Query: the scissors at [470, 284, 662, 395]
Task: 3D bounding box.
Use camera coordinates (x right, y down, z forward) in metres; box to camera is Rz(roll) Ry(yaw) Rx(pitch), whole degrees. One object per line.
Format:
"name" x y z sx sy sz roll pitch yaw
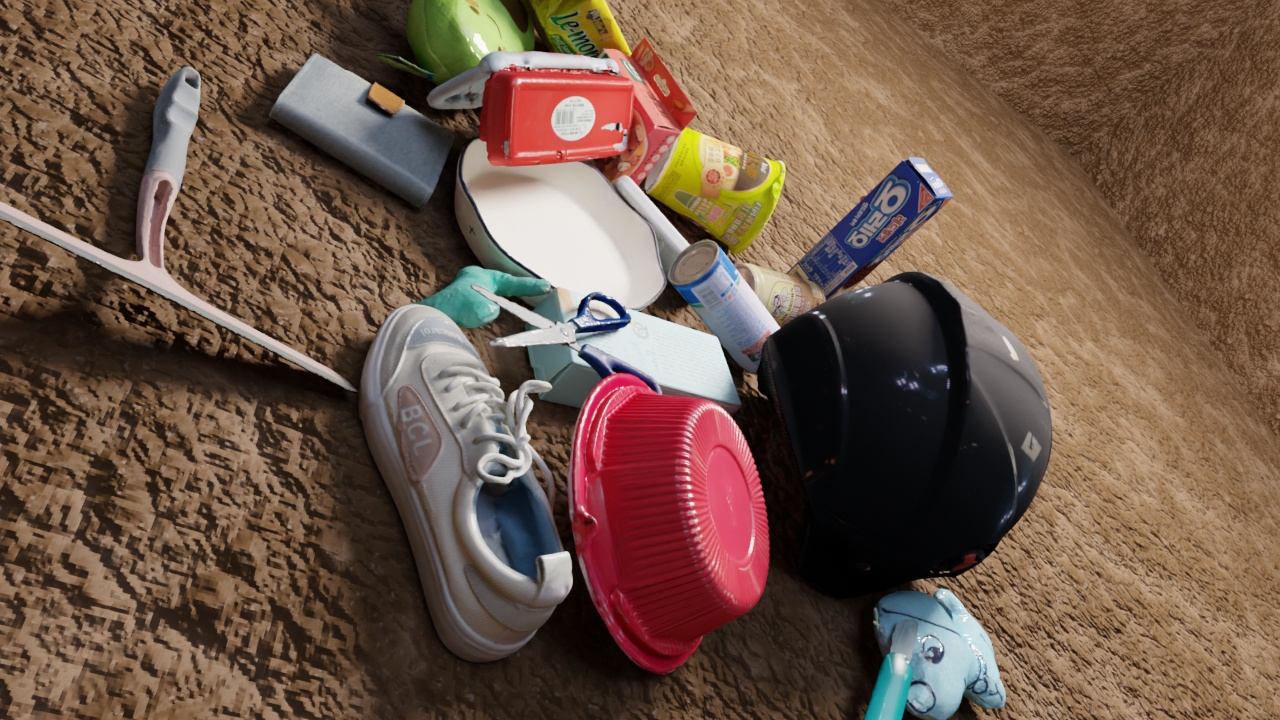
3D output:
"scissors" -0.045 -0.019 0.639 0.162 0.012 0.162 42 30 -19

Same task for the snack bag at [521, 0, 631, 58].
"snack bag" -0.074 -0.357 0.956 0.158 0.068 0.246 59 3 22

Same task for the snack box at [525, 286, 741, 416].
"snack box" -0.004 0.004 0.731 0.174 0.052 0.074 15 45 -35

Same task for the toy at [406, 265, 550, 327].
"toy" -0.117 -0.049 0.672 0.096 0.030 0.091 3 27 3

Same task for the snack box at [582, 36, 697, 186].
"snack box" -0.021 -0.240 0.911 0.044 0.127 0.113 -2 54 -48

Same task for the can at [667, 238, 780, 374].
"can" 0.083 -0.046 0.843 0.134 0.053 0.053 48 27 -34

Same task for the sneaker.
"sneaker" -0.101 0.048 0.545 0.089 0.091 0.242 9 46 -43

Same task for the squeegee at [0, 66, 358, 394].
"squeegee" -0.290 -0.107 0.561 0.247 0.040 0.249 35 25 -43

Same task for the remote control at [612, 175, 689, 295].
"remote control" 0.018 -0.117 0.885 0.020 0.056 0.136 -37 81 -24

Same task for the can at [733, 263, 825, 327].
"can" 0.135 -0.063 0.947 0.116 0.059 0.058 9 47 -41

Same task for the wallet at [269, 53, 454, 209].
"wallet" -0.214 -0.189 0.731 0.129 0.037 0.106 30 37 -21

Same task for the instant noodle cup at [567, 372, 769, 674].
"instant noodle cup" 0.030 0.096 0.585 0.194 0.066 0.193 44 38 -50

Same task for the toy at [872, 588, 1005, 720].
"toy" 0.239 0.234 0.742 0.156 0.050 0.161 37 32 -10

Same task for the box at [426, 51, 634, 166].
"box" -0.093 -0.225 0.801 0.099 0.095 0.200 16 22 26

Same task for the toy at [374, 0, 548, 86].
"toy" -0.159 -0.315 0.875 0.227 0.090 0.246 45 26 -24

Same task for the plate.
"plate" -0.072 -0.111 0.791 0.204 0.046 0.204 27 36 -23

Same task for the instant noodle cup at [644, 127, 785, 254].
"instant noodle cup" 0.074 -0.190 0.987 0.123 0.112 0.111 24 38 -15

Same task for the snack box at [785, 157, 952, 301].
"snack box" 0.234 -0.125 0.983 0.058 0.208 0.057 -14 64 -52

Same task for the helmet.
"helmet" 0.221 0.057 0.761 0.274 0.231 0.233 30 38 -32

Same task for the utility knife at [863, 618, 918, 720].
"utility knife" 0.170 0.256 0.645 0.029 0.013 0.186 29 48 6
